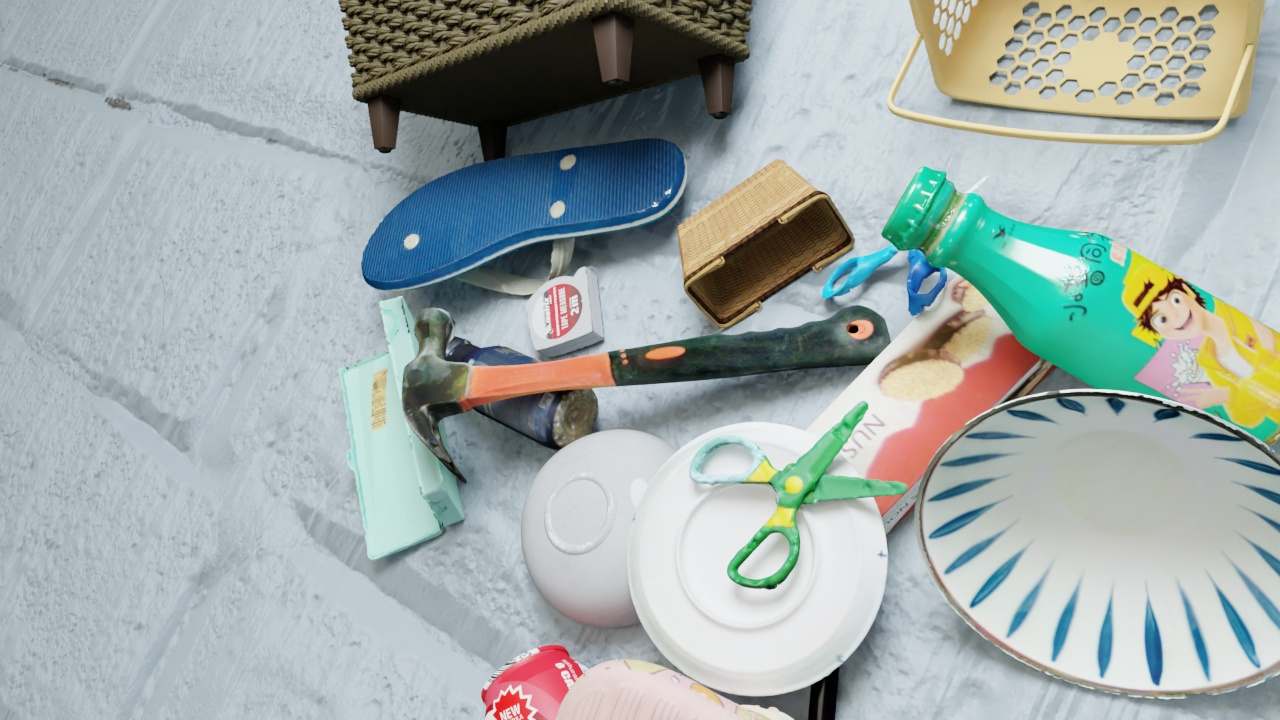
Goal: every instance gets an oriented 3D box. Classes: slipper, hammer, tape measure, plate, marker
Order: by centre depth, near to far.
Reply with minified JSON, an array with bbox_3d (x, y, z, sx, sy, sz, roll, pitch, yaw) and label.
[{"bbox_3d":[0.052,0.219,0.497,0.197,0.081,0.093,18,100,18],"label":"slipper"},{"bbox_3d":[0.103,0.202,0.527,0.018,0.015,0.133,6,71,11],"label":"marker"},{"bbox_3d":[0.062,0.111,0.530,0.157,0.014,0.156,-7,72,22],"label":"plate"},{"bbox_3d":[-0.004,0.004,0.618,0.333,0.033,0.132,-8,55,11],"label":"hammer"},{"bbox_3d":[-0.059,-0.036,0.724,0.062,0.020,0.060,-20,60,23],"label":"tape measure"},{"bbox_3d":[-0.095,-0.115,0.759,0.295,0.060,0.118,-9,61,20],"label":"slipper"}]

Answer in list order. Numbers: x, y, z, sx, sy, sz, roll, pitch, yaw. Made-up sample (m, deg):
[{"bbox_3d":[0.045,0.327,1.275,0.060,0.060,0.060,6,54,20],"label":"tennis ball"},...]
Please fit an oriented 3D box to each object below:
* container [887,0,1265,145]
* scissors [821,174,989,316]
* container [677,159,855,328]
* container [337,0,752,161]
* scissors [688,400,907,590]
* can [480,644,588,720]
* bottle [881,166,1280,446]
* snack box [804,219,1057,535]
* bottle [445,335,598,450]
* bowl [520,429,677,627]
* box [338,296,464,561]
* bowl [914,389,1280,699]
[{"bbox_3d":[0.257,-0.194,0.538,0.184,0.129,0.166,17,71,34],"label":"container"},{"bbox_3d":[0.173,-0.070,0.583,0.127,0.014,0.129,-40,27,14],"label":"scissors"},{"bbox_3d":[0.080,-0.085,0.640,0.114,0.063,0.061,-33,49,15],"label":"container"},{"bbox_3d":[-0.078,-0.276,0.707,0.322,0.176,0.205,-2,91,39],"label":"container"},{"bbox_3d":[0.082,0.066,0.519,0.121,0.012,0.128,40,94,28],"label":"scissors"},{"bbox_3d":[-0.040,0.250,0.555,0.074,0.074,0.142,-43,54,8],"label":"can"},{"bbox_3d":[0.224,-0.030,0.468,0.210,0.068,0.068,31,87,7],"label":"bottle"},{"bbox_3d":[0.155,0.040,0.548,0.273,0.044,0.076,-46,55,6],"label":"snack box"},{"bbox_3d":[-0.103,0.020,0.703,0.161,0.056,0.056,21,81,38],"label":"bottle"},{"bbox_3d":[-0.025,0.108,0.614,0.132,0.064,0.131,-12,64,26],"label":"bowl"},{"bbox_3d":[-0.203,0.052,0.738,0.110,0.078,0.187,-25,58,11],"label":"box"},{"bbox_3d":[0.233,0.075,0.453,0.178,0.177,0.070,3,30,32],"label":"bowl"}]
